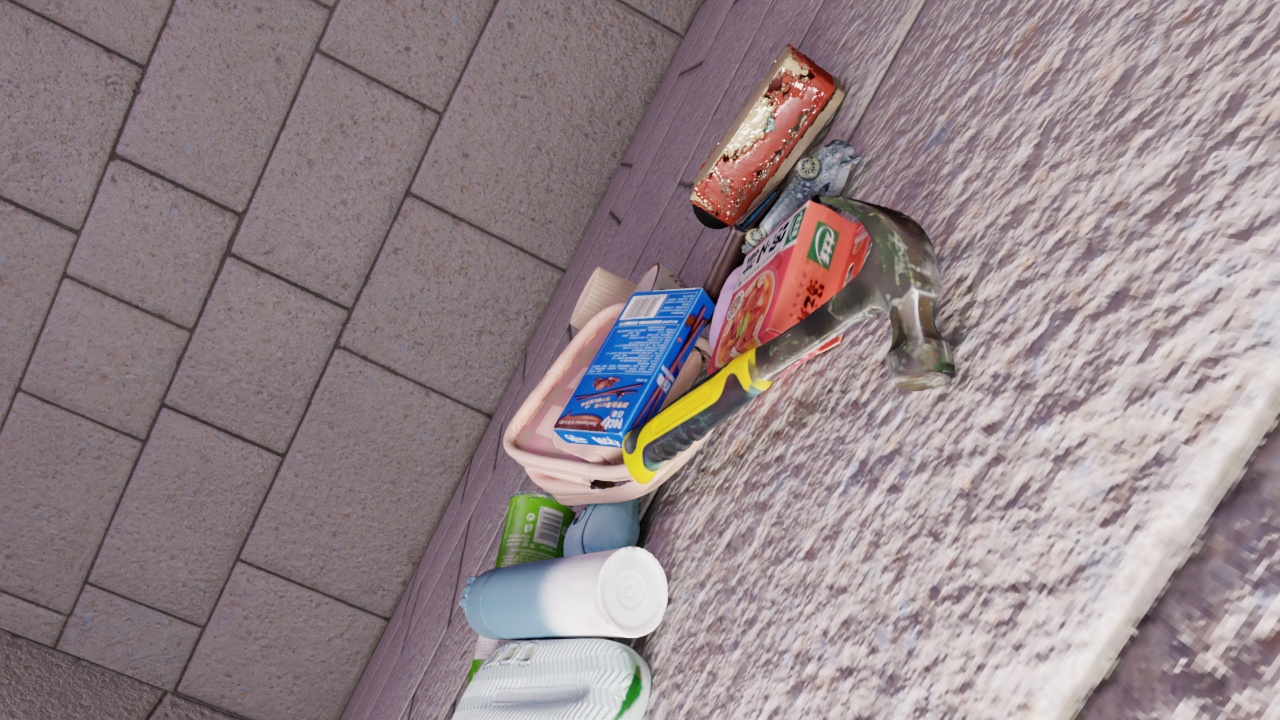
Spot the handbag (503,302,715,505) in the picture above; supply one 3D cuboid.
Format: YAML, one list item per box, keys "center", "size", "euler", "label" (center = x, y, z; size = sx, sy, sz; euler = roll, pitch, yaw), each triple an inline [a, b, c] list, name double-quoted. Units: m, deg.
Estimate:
- center: [-0.004, 0.044, 0.822]
  size: [0.193, 0.093, 0.235]
  euler: [-53, 28, -18]
  label: "handbag"

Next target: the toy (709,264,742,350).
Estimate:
- center: [0.083, -0.045, 0.775]
  size: [0.084, 0.039, 0.107]
  euler: [-53, 10, 37]
  label: "toy"

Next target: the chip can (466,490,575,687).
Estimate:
- center: [-0.114, 0.245, 0.864]
  size: [0.072, 0.072, 0.235]
  euler: [133, 152, -56]
  label: "chip can"

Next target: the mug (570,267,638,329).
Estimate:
- center: [-0.027, -0.048, 1.122]
  size: [0.115, 0.106, 0.081]
  euler: [-50, 17, 49]
  label: "mug"

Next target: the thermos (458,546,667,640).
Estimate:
- center: [-0.069, 0.190, 0.732]
  size: [0.221, 0.070, 0.070]
  euler: [-23, 40, 50]
  label: "thermos"

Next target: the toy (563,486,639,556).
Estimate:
- center: [-0.033, 0.168, 0.812]
  size: [0.162, 0.050, 0.156]
  euler: [-28, 35, 55]
  label: "toy"

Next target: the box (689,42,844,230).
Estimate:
- center: [0.112, -0.217, 0.887]
  size: [0.169, 0.079, 0.091]
  euler: [-53, 10, 26]
  label: "box"

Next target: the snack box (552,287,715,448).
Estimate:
- center: [-0.005, 0.005, 0.784]
  size: [0.085, 0.026, 0.156]
  euler: [0, 51, 45]
  label: "snack box"

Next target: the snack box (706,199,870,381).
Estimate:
- center: [0.106, -0.048, 0.663]
  size: [0.127, 0.044, 0.113]
  euler: [-41, 25, 63]
  label: "snack box"

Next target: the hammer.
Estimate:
- center: [0.069, 0.009, 0.585]
  size: [0.324, 0.031, 0.126]
  euler: [-41, 46, 55]
  label: "hammer"

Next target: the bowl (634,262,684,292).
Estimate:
- center: [0.019, -0.045, 1.017]
  size: [0.114, 0.062, 0.113]
  euler: [-60, 10, 18]
  label: "bowl"

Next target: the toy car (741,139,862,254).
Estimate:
- center: [0.127, -0.124, 0.731]
  size: [0.121, 0.037, 0.054]
  euler: [-51, -11, 34]
  label: "toy car"

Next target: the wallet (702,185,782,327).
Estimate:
- center: [0.086, -0.092, 0.833]
  size: [0.096, 0.020, 0.123]
  euler: [-51, -10, -45]
  label: "wallet"

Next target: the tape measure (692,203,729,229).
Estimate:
- center: [0.088, -0.174, 1.005]
  size: [0.057, 0.057, 0.039]
  euler: [-58, 10, -17]
  label: "tape measure"

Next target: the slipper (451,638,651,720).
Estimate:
- center: [-0.069, 0.270, 0.700]
  size: [0.246, 0.074, 0.103]
  euler: [-29, 32, 44]
  label: "slipper"
